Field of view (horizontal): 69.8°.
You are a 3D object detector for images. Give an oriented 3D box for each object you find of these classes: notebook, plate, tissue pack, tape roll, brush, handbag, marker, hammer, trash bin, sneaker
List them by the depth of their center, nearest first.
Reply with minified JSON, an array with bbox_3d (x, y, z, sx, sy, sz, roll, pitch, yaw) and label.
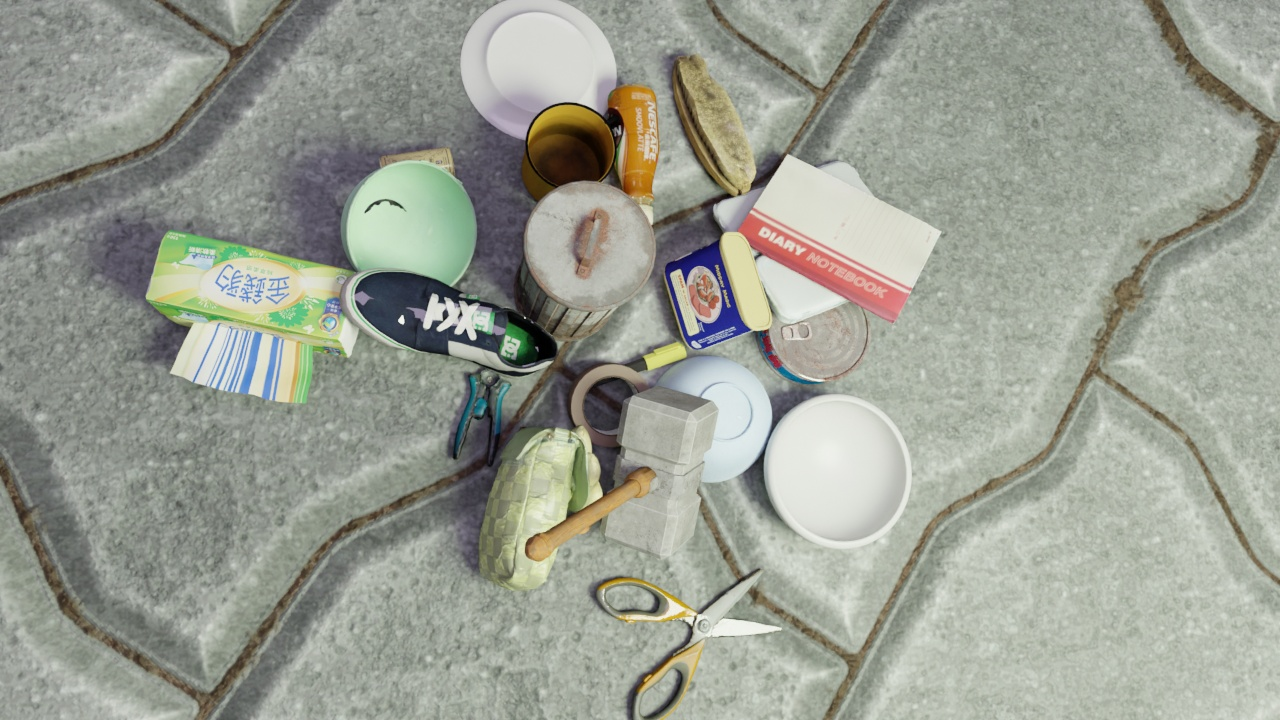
[{"bbox_3d":[-0.026,0.133,0.880,0.083,0.317,0.163,15,104,21],"label":"hammer"},{"bbox_3d":[-0.398,-0.034,0.949,0.197,0.120,0.141,11,77,-4],"label":"tissue pack"},{"bbox_3d":[-0.192,-0.042,0.959,0.235,0.079,0.084,21,71,-33],"label":"sneaker"},{"bbox_3d":[-0.066,-0.099,0.974,0.130,0.211,0.130,2,80,-12],"label":"trash bin"},{"bbox_3d":[-0.101,0.156,0.987,0.116,0.113,0.186,16,81,-23],"label":"handbag"},{"bbox_3d":[-0.035,0.050,1.039,0.093,0.030,0.094,-1,95,-13],"label":"tape roll"},{"bbox_3d":[-0.006,0.006,1.069,0.123,0.017,0.021,-19,130,-13],"label":"marker"},{"bbox_3d":[0.234,-0.147,1.083,0.209,0.012,0.152,29,63,8],"label":"notebook"},{"bbox_3d":[-0.120,-0.355,1.105,0.188,0.016,0.188,2,81,-12],"label":"plate"},{"bbox_3d":[0.088,-0.291,1.120,0.059,0.043,0.195,-19,79,-16],"label":"brush"}]

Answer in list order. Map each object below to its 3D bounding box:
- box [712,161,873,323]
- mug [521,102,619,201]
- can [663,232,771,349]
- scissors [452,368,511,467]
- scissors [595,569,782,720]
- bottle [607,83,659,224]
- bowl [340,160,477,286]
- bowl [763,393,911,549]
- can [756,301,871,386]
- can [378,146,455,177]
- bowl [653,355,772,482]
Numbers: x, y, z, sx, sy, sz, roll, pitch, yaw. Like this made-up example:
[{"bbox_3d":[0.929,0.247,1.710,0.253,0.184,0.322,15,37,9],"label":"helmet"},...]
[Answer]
[{"bbox_3d":[0.214,-0.149,1.105,0.208,0.037,0.189,-20,69,-17],"label":"box"},{"bbox_3d":[-0.076,-0.237,1.054,0.123,0.094,0.100,-40,93,-13],"label":"mug"},{"bbox_3d":[0.087,-0.077,1.058,0.056,0.092,0.116,-10,81,-51],"label":"can"},{"bbox_3d":[-0.178,0.048,1.027,0.143,0.019,0.126,-37,89,-17],"label":"scissors"},{"bbox_3d":[0.053,0.316,1.033,0.225,0.016,0.216,11,78,-12],"label":"scissors"},{"bbox_3d":[-0.006,-0.240,1.088,0.059,0.059,0.167,-2,82,-12],"label":"bottle"},{"bbox_3d":[-0.261,-0.143,0.998,0.150,0.077,0.151,-12,109,-39],"label":"bowl"},{"bbox_3d":[0.222,0.130,1.072,0.176,0.066,0.176,2,81,-12],"label":"bowl"},{"bbox_3d":[0.209,-0.036,1.107,0.130,0.044,0.130,2,81,-12],"label":"can"},{"bbox_3d":[-0.254,-0.219,1.044,0.079,0.038,0.038,-12,83,-13],"label":"can"},{"bbox_3d":[0.088,0.063,1.051,0.150,0.075,0.150,2,81,-12],"label":"bowl"}]
